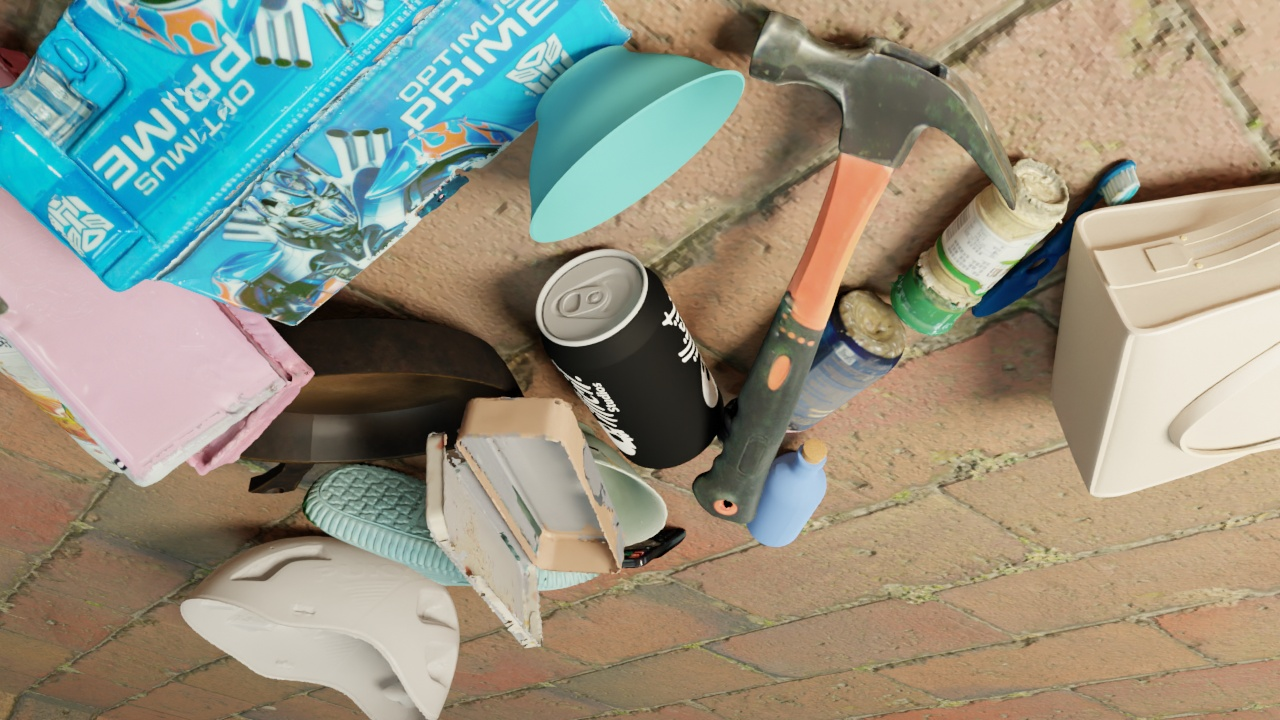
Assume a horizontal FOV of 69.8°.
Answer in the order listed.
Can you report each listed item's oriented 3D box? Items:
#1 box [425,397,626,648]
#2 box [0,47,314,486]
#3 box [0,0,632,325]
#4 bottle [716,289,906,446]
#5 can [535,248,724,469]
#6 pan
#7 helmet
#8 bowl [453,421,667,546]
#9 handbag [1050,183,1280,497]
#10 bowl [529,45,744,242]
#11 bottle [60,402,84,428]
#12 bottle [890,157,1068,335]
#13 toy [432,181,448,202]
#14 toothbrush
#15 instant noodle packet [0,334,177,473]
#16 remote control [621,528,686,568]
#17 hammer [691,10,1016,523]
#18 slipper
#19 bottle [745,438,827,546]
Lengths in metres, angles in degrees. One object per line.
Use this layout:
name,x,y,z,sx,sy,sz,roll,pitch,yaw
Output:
box,-0.069,0.110,0.638,0.107,0.094,0.216,-21,143,-3
box,-0.288,-0.043,0.459,0.100,0.098,0.232,-40,91,22
box,-0.139,-0.111,0.389,0.244,0.063,0.174,-36,130,17
bottle,0.103,0.015,0.596,0.056,0.056,0.161,20,144,-17
can,-0.003,0.003,0.582,0.080,0.080,0.146,-7,143,21
pan,-0.230,0.045,0.677,0.248,0.043,0.357,5,159,-35
helmet,-0.333,0.285,0.967,0.282,0.183,0.225,10,141,-14
bowl,-0.062,0.085,0.724,0.174,0.067,0.174,7,147,4
handbag,0.333,-0.016,0.480,0.198,0.101,0.195,-13,144,11
bowl,-0.014,-0.111,0.429,0.046,0.120,0.121,54,138,5
bottle,-0.286,-0.043,0.549,0.068,0.068,0.210,25,121,-23
bottle,0.178,-0.059,0.490,0.042,0.042,0.110,17,143,-11
toy,-0.126,-0.126,0.461,0.065,0.050,0.103,-11,144,-29
toothbrush,0.222,-0.059,0.500,0.021,0.016,0.133,7,146,-15
instant noodle packet,-0.458,-0.006,0.674,0.147,0.057,0.269,22,153,23
remote control,0.002,0.167,0.806,0.045,0.021,0.140,-7,176,17
hammer,0.086,-0.014,0.508,0.133,0.033,0.334,19,134,4
slipper,-0.162,0.158,0.813,0.276,0.115,0.070,13,118,2
bottle,0.120,0.101,0.723,0.048,0.048,0.131,10,145,-2
